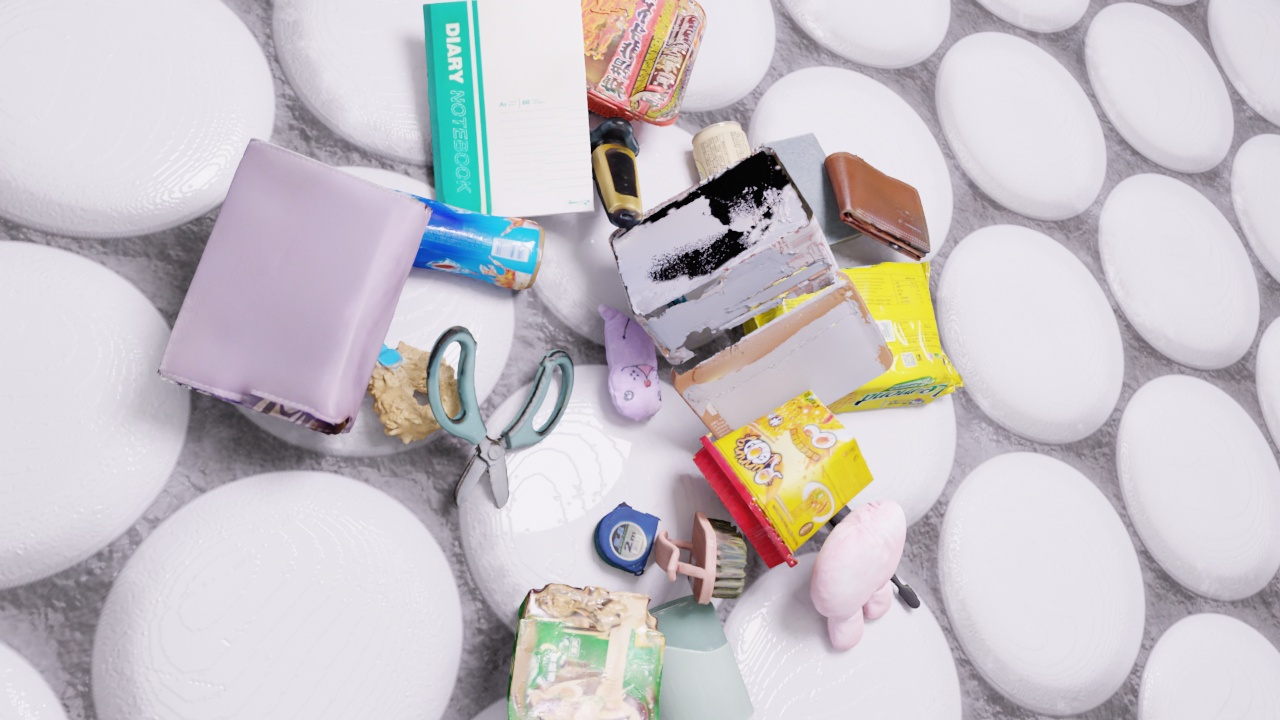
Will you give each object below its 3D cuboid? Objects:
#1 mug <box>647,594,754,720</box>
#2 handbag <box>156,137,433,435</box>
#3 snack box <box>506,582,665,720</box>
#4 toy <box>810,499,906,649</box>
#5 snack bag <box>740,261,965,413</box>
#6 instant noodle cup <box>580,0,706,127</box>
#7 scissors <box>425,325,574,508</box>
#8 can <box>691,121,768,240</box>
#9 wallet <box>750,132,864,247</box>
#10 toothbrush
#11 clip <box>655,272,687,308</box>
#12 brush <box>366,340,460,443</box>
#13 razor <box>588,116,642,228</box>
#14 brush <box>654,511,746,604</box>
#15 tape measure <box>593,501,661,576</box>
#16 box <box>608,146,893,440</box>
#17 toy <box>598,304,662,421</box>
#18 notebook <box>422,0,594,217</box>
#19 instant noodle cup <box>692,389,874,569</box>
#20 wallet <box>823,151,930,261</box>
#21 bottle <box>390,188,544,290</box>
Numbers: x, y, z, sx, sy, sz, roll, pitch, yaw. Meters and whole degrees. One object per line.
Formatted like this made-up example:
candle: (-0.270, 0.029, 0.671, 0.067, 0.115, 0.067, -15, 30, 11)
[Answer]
mug: (0.026, 0.265, 0.779, 0.112, 0.082, 0.106, -22, 81, 6)
handbag: (-0.263, -0.055, 0.722, 0.145, 0.098, 0.197, 20, 87, 3)
snack box: (-0.054, 0.243, 0.736, 0.118, 0.106, 0.117, 12, 71, -16)
toy: (0.200, 0.198, 0.843, 0.121, 0.160, 0.054, -34, 43, -29)
snack bag: (0.218, -0.027, 0.947, 0.246, 0.068, 0.158, -5, 76, -23)
instant noodle cup: (-0.039, -0.324, 0.936, 0.188, 0.079, 0.164, 23, 67, -13)
scissors: (-0.113, 0.038, 0.797, 0.180, 0.019, 0.170, -29, 116, -42)
can: (0.095, -0.184, 0.954, 0.058, 0.059, 0.116, -10, 77, -24)
wallet: (0.179, -0.180, 0.999, 0.106, 0.037, 0.129, -21, 82, -36)
toothbrush: (0.206, 0.162, 0.906, 0.026, 0.027, 0.212, -41, 92, 17)
clip: (0.030, -0.067, 0.913, 0.014, 0.045, 0.057, -39, 92, -29)
brush: (-0.241, -0.034, 0.789, 0.083, 0.046, 0.254, -36, 84, -25)
razor: (-0.022, -0.178, 0.872, 0.062, 0.068, 0.167, 9, 35, -15)
brush: (0.049, 0.168, 0.775, 0.073, 0.145, 0.063, 8, 88, 0)
tape measure: (-0.014, 0.159, 0.822, 0.054, 0.025, 0.058, 24, 62, -11)
box: (0.099, -0.057, 0.845, 0.198, 0.181, 0.157, 50, 14, -40)
toy: (-0.005, 0.005, 0.868, 0.083, 0.039, 0.108, 9, 67, -41)
notebook: (-0.124, -0.237, 0.860, 0.150, 0.012, 0.209, -4, 88, 1)
instant noodle cup: (0.130, 0.101, 0.817, 0.123, 0.116, 0.116, -35, 132, -1)
wallet: (0.255, -0.166, 0.984, 0.124, 0.032, 0.101, 20, 47, -24)
bottle: (-0.198, -0.114, 0.817, 0.218, 0.065, 0.065, 11, 70, -17)
